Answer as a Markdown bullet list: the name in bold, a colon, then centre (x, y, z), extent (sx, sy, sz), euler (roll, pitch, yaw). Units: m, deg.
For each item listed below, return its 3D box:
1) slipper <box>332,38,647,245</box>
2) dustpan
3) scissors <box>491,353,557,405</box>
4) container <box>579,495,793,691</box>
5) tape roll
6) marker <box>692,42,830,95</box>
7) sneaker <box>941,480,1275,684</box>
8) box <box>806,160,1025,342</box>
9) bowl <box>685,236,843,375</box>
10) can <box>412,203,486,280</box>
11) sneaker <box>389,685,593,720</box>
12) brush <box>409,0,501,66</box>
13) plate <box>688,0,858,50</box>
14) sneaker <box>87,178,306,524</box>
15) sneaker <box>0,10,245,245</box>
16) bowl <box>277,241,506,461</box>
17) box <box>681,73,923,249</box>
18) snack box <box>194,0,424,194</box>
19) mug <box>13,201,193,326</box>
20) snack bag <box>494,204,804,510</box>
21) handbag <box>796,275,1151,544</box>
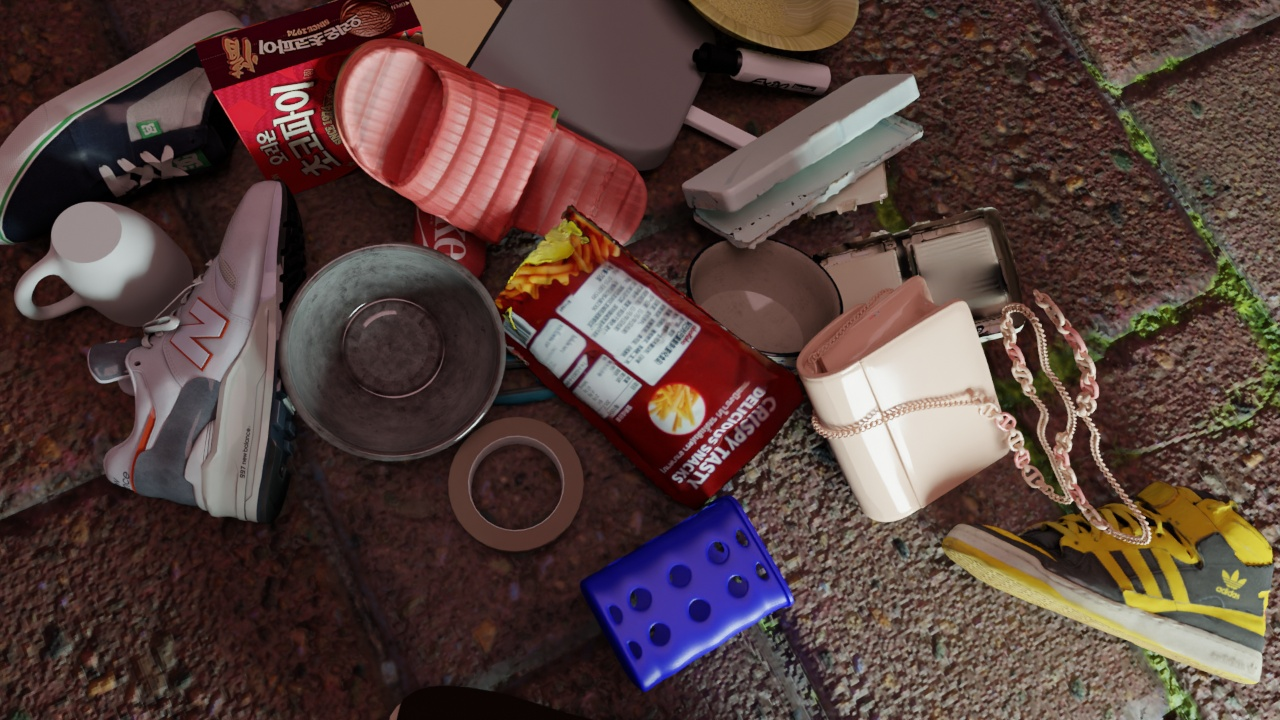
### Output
- **slipper**: centre (-0.089, -0.131, 0.630), extent (0.248, 0.059, 0.104), euler (20, 106, -37)
- **dustpan**: centre (0.011, -0.220, 0.733), extent (0.257, 0.033, 0.162), euler (25, 64, -5)
- **scissors**: centre (-0.057, 0.016, 0.680), extent (0.130, 0.019, 0.135), euler (38, 81, 0)
- **container**: centre (0.027, 0.157, 0.619), extent (0.113, 0.085, 0.084), euler (-28, 80, -12)
- **tape roll**: centre (-0.088, 0.089, 0.651), extent (0.093, 0.030, 0.093), euler (2, 75, -6)
- **marker**: centre (0.098, -0.236, 0.743), extent (0.125, 0.025, 0.025), euler (1, 74, -28)
- **sneaker**: centre (0.345, 0.134, 0.661), extent (0.238, 0.086, 0.122), euler (24, 79, -4)
- **box**: centre (0.207, -0.089, 0.713), extent (0.144, 0.081, 0.181), euler (-12, 81, 20)
- **bowl**: centre (0.085, -0.031, 0.679), extent (0.115, 0.059, 0.115), euler (6, 51, -8)
- **can**: centre (-0.141, -0.101, 0.684), extent (0.054, 0.054, 0.096), euler (1, 75, -7)
- **sneaker**: centre (-0.022, 0.301, 0.575), extent (0.294, 0.111, 0.116), euler (12, 95, -5)
- **brush**: centre (-0.119, -0.220, 0.724), extent (0.089, 0.043, 0.228), euler (-42, 83, -15)
- **plate**: centre (0.091, -0.317, 0.766), extent (0.184, 0.036, 0.184), euler (9, 61, -17)
- **sneaker**: centre (-0.301, -0.010, 0.621), extent (0.124, 0.089, 0.239), euler (0, 78, -10)
- **sneaker**: centre (-0.356, -0.154, 0.658), extent (0.079, 0.084, 0.234), euler (42, 71, 5)
- **bowl**: centre (-0.170, -0.007, 0.635), extent (0.144, 0.067, 0.145), euler (-1, 94, -16)
- **box**: centre (0.125, -0.162, 0.706), extent (0.198, 0.073, 0.086), euler (-35, 61, -20)
- **snack box**: centre (-0.216, -0.183, 0.645), extent (0.132, 0.152, 0.036), euler (-23, 79, -12)
- **mug**: centre (-0.375, -0.062, 0.625), extent (0.107, 0.089, 0.071), euler (-29, 80, -14)
- **snack bag**: centre (-0.004, 0.004, 0.632), extent (0.208, 0.066, 0.139), euler (41, 119, 3)
- **handbag**: centre (0.196, 0.047, 0.585), extent (0.116, 0.187, 0.199), euler (-34, 124, -6)
